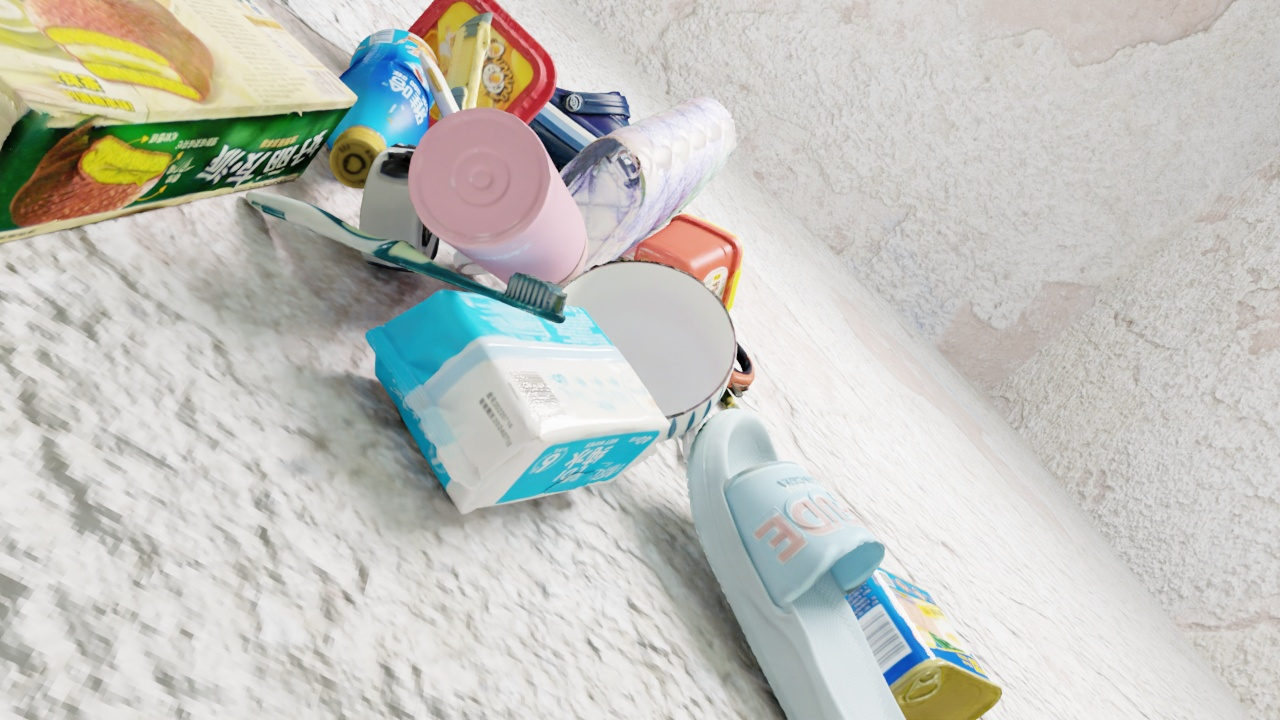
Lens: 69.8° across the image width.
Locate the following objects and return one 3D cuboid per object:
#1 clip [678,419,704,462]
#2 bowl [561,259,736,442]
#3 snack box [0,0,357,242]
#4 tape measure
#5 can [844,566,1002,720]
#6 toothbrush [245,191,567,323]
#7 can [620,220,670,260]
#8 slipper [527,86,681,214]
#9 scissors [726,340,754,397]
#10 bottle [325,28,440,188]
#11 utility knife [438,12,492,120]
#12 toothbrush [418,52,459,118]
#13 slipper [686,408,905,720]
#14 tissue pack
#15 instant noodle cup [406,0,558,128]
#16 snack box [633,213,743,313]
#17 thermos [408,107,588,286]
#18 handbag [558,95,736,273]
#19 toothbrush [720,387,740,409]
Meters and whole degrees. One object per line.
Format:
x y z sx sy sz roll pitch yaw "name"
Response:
0.040 0.059 0.638 0.041 0.026 0.058 49 16 -13 "clip"
-0.003 0.003 0.559 0.116 0.116 0.066 55 -22 27 "bowl"
-0.225 -0.126 0.388 0.114 0.063 0.239 43 18 -7 "snack box"
-0.128 -0.081 0.497 0.033 0.066 0.066 9 20 -2 "tape measure"
0.172 0.188 0.595 0.102 0.057 0.083 32 19 -38 "can"
-0.113 -0.053 0.420 0.192 0.018 0.016 22 9 23 "toothbrush"
0.016 -0.119 0.926 0.147 0.058 0.058 18 32 -55 "can"
-0.058 -0.231 0.915 0.252 0.095 0.105 29 -4 -25 "slipper"
0.074 -0.031 0.864 0.205 0.015 0.197 -4 45 -49 "scissors"
-0.168 -0.162 0.595 0.065 0.065 0.218 36 20 -26 "bottle"
-0.128 -0.173 0.651 0.021 0.031 0.198 50 38 -62 "utility knife"
-0.104 -0.114 0.612 0.191 0.018 0.016 64 7 -10 "toothbrush"
0.099 0.127 0.503 0.104 0.074 0.245 19 40 -54 "slipper"
-0.055 0.019 0.439 0.090 0.063 0.139 53 25 21 "tissue pack"
-0.135 -0.228 0.762 0.116 0.116 0.123 43 6 -5 "instant noodle cup"
0.033 -0.068 0.773 0.082 0.091 0.079 30 37 27 "snack box"
-0.077 -0.075 0.507 0.198 0.087 0.067 55 23 -87 "thermos"
-0.006 -0.143 0.748 0.075 0.134 0.193 47 35 -1 "handbag"
0.053 -0.009 0.836 0.017 0.012 0.185 11 36 -39 "toothbrush"
